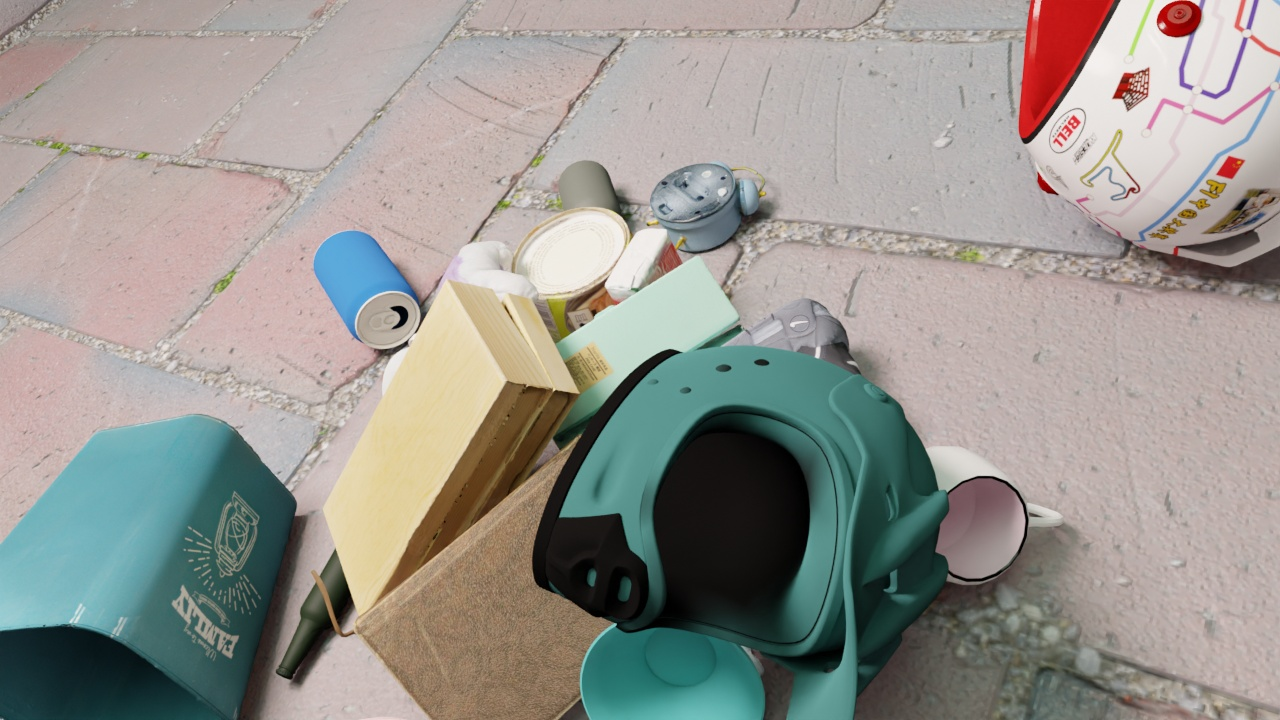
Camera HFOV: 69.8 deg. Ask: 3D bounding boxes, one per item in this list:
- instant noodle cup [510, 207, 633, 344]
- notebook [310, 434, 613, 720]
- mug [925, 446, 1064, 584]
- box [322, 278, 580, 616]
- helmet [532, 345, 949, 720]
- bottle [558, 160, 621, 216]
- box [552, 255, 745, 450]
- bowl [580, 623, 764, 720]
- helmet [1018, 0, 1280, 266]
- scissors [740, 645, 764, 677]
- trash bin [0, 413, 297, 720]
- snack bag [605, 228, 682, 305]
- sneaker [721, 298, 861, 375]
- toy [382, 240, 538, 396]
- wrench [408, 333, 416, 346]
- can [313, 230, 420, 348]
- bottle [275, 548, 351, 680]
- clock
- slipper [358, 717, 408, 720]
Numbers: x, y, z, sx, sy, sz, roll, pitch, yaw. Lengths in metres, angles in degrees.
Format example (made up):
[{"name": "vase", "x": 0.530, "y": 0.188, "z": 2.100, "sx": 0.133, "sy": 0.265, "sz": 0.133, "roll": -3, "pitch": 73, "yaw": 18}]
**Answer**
[{"name": "instant noodle cup", "x": -0.052, "y": -0.074, "z": 0.880, "sx": 0.146, "sy": 0.098, "sz": 0.146, "roll": -12, "pitch": 48, "yaw": 13}, {"name": "notebook", "x": -0.092, "y": 0.160, "z": 0.654, "sx": 0.215, "sy": 0.034, "sz": 0.190, "roll": -40, "pitch": 90, "yaw": -6}, {"name": "mug", "x": 0.225, "y": 0.104, "z": 0.628, "sx": 0.123, "sy": 0.090, "sz": 0.076, "roll": 2, "pitch": 6, "yaw": -13}, {"name": "box", "x": -0.151, "y": 0.075, "z": 0.722, "sx": 0.128, "sy": 0.091, "sz": 0.250, "roll": 51, "pitch": 120, "yaw": 36}, {"name": "helmet", "x": 0.074, "y": 0.096, "z": 0.527, "sx": 0.200, "sy": 0.177, "sz": 0.274, "roll": 18, "pitch": 23, "yaw": 17}, {"name": "bottle", "x": -0.053, "y": -0.164, "z": 0.983, "sx": 0.060, "sy": 0.060, "sz": 0.108, "roll": -21, "pitch": 46, "yaw": 5}, {"name": "box", "x": -0.004, "y": 0.007, "z": 0.777, "sx": 0.187, "sy": 0.112, "sz": 0.078, "roll": -34, "pitch": 2, "yaw": -6}, {"name": "bowl", "x": 0.024, "y": 0.211, "z": 0.618, "sx": 0.121, "sy": 0.121, "sz": 0.046, "roll": -11, "pitch": 14, "yaw": 14}, {"name": "helmet", "x": 0.436, "y": -0.231, "z": 0.716, "sx": 0.236, "sy": 0.231, "sz": 0.313, "roll": 17, "pitch": 60, "yaw": 1}, {"name": "scissors", "x": 0.047, "y": 0.179, "z": 0.682, "sx": 0.127, "sy": 0.014, "sz": 0.127, "roll": 10, "pitch": 62, "yaw": 26}, {"name": "trash bin", "x": -0.414, "y": 0.179, "z": 0.764, "sx": 0.199, "sy": 0.197, "sz": 0.218, "roll": -9, "pitch": 43, "yaw": 14}, {"name": "snack bag", "x": 0.017, "y": -0.053, "z": 0.822, "sx": 0.036, "sy": 0.116, "sz": 0.076, "roll": 6, "pitch": 54, "yaw": 34}, {"name": "sneaker", "x": 0.084, "y": 0.068, "z": 0.708, "sx": 0.252, "sy": 0.097, "sz": 0.151, "roll": -30, "pitch": 48, "yaw": -11}, {"name": "toy", "x": -0.170, "y": -0.002, "z": 0.829, "sx": 0.210, "sy": 0.085, "sz": 0.137, "roll": -61, "pitch": 35, "yaw": 18}, {"name": "wrench", "x": -0.121, "y": -0.003, "z": 0.886, "sx": 0.274, "sy": 0.047, "sz": 0.009, "roll": 6, "pitch": 50, "yaw": 31}, {"name": "can", "x": -0.299, "y": -0.079, "z": 1.002, "sx": 0.079, "sy": 0.079, "sz": 0.146, "roll": -36, "pitch": 47, "yaw": -9}, {"name": "bottle", "x": -0.268, "y": 0.208, "z": 0.775, "sx": 0.033, "sy": 0.033, "sz": 0.122, "roll": 6, "pitch": 55, "yaw": 27}, {"name": "clock", "x": 0.069, "y": -0.163, "z": 0.936, "sx": 0.124, "sy": 0.052, "sz": 0.089, "roll": -34, "pitch": 45, "yaw": -9}, {"name": "slipper", "x": -0.227, "y": 0.314, "z": 0.651, "sx": 0.222, "sy": 0.056, "sz": 0.106, "roll": -7, "pitch": 47, "yaw": 6}]
